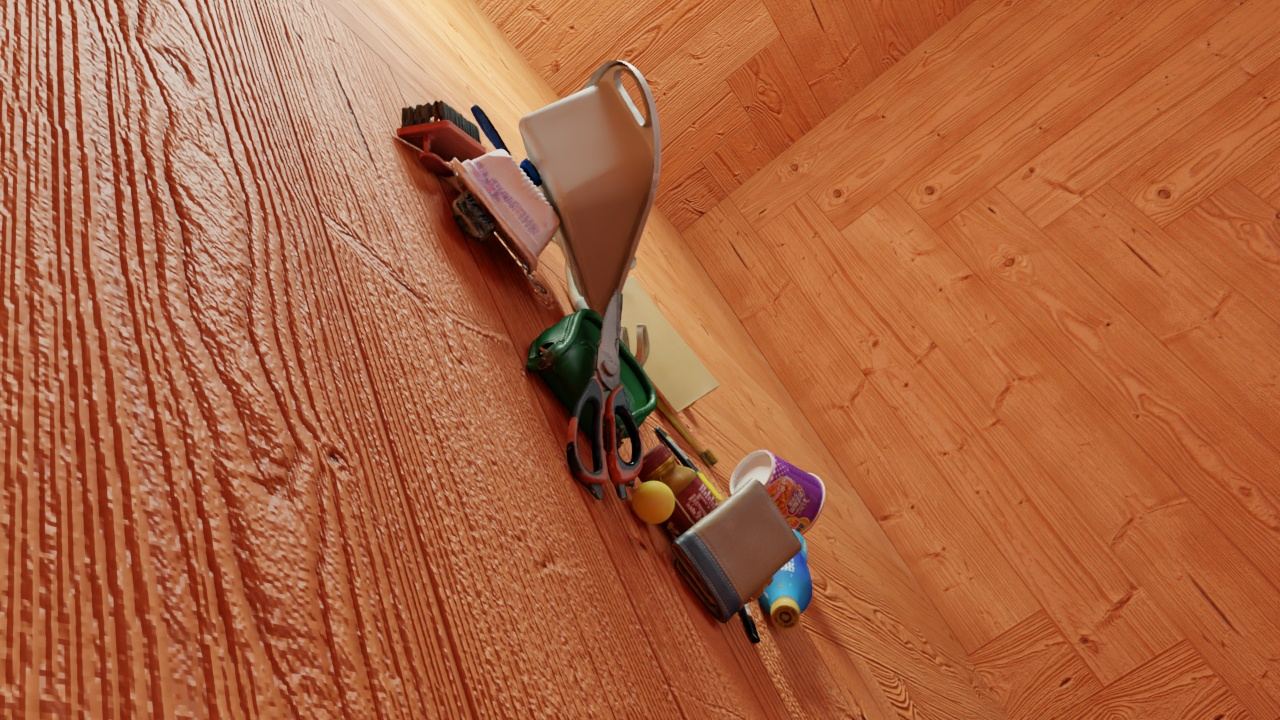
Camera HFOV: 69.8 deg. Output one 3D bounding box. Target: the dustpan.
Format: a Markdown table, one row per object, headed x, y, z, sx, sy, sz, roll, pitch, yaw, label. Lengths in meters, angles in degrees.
| x | y | z | sx | sy | sz | roll | pitch | yaw | label |
| --- | --- | --- | --- | --- | --- | --- | --- | --- | --- |
| -0.041 | -0.204 | 1.067 | 0.258 | 0.142 | 0.222 | 73 | -8 | -55 | dustpan |

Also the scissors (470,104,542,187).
| x | y | z | sx | sy | sz | roll | pitch | yaw | label |
| --- | --- | --- | --- | --- | --- | --- | --- | --- | --- |
| -0.144 | -0.224 | 1.060 | 0.162 | 0.012 | 0.176 | 53 | -7 | -17 | scissors |

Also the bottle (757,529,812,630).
| x | y | z | sx | sy | sz | roll | pitch | yaw | label |
| --- | --- | --- | --- | --- | --- | --- | --- | --- | --- |
| 0.165 | 0.254 | 1.060 | 0.065 | 0.065 | 0.218 | 52 | 11 | -2 | bottle |

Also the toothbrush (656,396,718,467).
| x | y | z | sx | sy | sz | roll | pitch | yaw | label |
| --- | --- | --- | --- | --- | --- | --- | --- | --- | --- |
| 0.045 | 0.077 | 1.255 | 0.190 | 0.017 | 0.015 | 49 | 10 | -18 | toothbrush |

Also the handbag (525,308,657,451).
| x | y | z | sx | sy | sz | roll | pitch | yaw | label |
| --- | --- | --- | --- | --- | --- | --- | --- | --- | --- |
| -0.047 | 0.020 | 0.896 | 0.131 | 0.068 | 0.120 | 52 | 16 | -11 | handbag |

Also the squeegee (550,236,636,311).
| x | y | z | sx | sy | sz | roll | pitch | yaw | label |
| --- | --- | --- | --- | --- | --- | --- | --- | --- | --- |
| -0.074 | -0.081 | 1.201 | 0.246 | 0.039 | 0.246 | 18 | 38 | -39 | squeegee |

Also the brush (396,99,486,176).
| x | y | z | sx | sy | sz | roll | pitch | yaw | label |
| --- | --- | --- | --- | --- | --- | --- | --- | --- | --- |
| -0.223 | -0.247 | 1.066 | 0.145 | 0.063 | 0.069 | 7 | 78 | -78 | brush |

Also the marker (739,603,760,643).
| x | y | z | sx | sy | sz | roll | pitch | yaw | label |
| --- | --- | --- | --- | --- | --- | --- | --- | --- | --- |
| 0.100 | 0.242 | 0.957 | 0.018 | 0.015 | 0.123 | 43 | 17 | -38 | marker |

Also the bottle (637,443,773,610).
| x | y | z | sx | sy | sz | roll | pitch | yaw | label |
| --- | --- | --- | --- | --- | --- | --- | --- | --- | --- |
| 0.059 | 0.163 | 0.912 | 0.175 | 0.057 | 0.057 | 53 | 11 | 0 | bottle |

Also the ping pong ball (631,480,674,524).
| x | y | z | sx | sy | sz | roll | pitch | yaw | label |
| --- | --- | --- | --- | --- | --- | --- | --- | --- | --- |
| 0.012 | 0.133 | 0.858 | 0.040 | 0.040 | 0.040 | 50 | 11 | -14 | ping pong ball |

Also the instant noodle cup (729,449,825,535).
| x | y | z | sx | sy | sz | roll | pitch | yaw | label |
| --- | --- | --- | --- | --- | --- | --- | --- | --- | --- |
| 0.186 | 0.185 | 1.289 | 0.099 | 0.112 | 0.111 | 36 | 17 | -28 | instant noodle cup |

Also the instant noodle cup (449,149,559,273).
| x | y | z | sx | sy | sz | roll | pitch | yaw | label |
| --- | --- | --- | --- | --- | --- | --- | --- | --- | --- |
| -0.143 | -0.171 | 1.024 | 0.138 | 0.060 | 0.173 | 51 | -4 | -6 | instant noodle cup |

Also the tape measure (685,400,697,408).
| x | y | z | sx | sy | sz | roll | pitch | yaw | label |
| --- | --- | --- | --- | --- | --- | --- | --- | --- | --- |
| 0.066 | 0.045 | 1.417 | 0.060 | 0.029 | 0.057 | 36 | 20 | -56 | tape measure |

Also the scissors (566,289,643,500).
| x | y | z | sx | sy | sz | roll | pitch | yaw | label |
| --- | --- | --- | --- | --- | --- | --- | --- | --- | --- |
| -0.019 | 0.026 | 0.852 | 0.177 | 0.015 | 0.209 | 52 | 43 | -3 | scissors |

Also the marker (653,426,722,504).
| x | y | z | sx | sy | sz | roll | pitch | yaw | label |
| --- | --- | --- | --- | --- | --- | --- | --- | --- | --- |
| 0.058 | 0.131 | 1.145 | 0.124 | 0.015 | 0.018 | 50 | 10 | 0 | marker |

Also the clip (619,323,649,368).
| x | y | z | sx | sy | sz | roll | pitch | yaw | label |
| --- | --- | --- | --- | --- | --- | --- | --- | --- | --- |
| -0.006 | 0.006 | 1.131 | 0.076 | 0.035 | 0.100 | 16 | 68 | -76 | clip |

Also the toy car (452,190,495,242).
| x | y | z | sx | sy | sz | roll | pitch | yaw | label |
| --- | --- | --- | --- | --- | --- | --- | --- | --- | --- |
| -0.180 | -0.150 | 0.979 | 0.049 | 0.031 | 0.105 | 53 | -4 | -8 | toy car |

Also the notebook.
| x | y | z | sx | sy | sz | roll | pitch | yaw | label |
| --- | --- | --- | --- | --- | --- | --- | --- | --- | --- |
| 0.016 | -0.027 | 1.295 | 0.211 | 0.012 | 0.149 | 51 | 30 | 7 | notebook |

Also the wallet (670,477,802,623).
| x | y | z | sx | sy | sz | roll | pitch | yaw | label |
| --- | --- | --- | --- | --- | --- | --- | --- | --- | --- |
| 0.092 | 0.178 | 0.870 | 0.090 | 0.115 | 0.033 | 56 | -28 | -1 | wallet |
